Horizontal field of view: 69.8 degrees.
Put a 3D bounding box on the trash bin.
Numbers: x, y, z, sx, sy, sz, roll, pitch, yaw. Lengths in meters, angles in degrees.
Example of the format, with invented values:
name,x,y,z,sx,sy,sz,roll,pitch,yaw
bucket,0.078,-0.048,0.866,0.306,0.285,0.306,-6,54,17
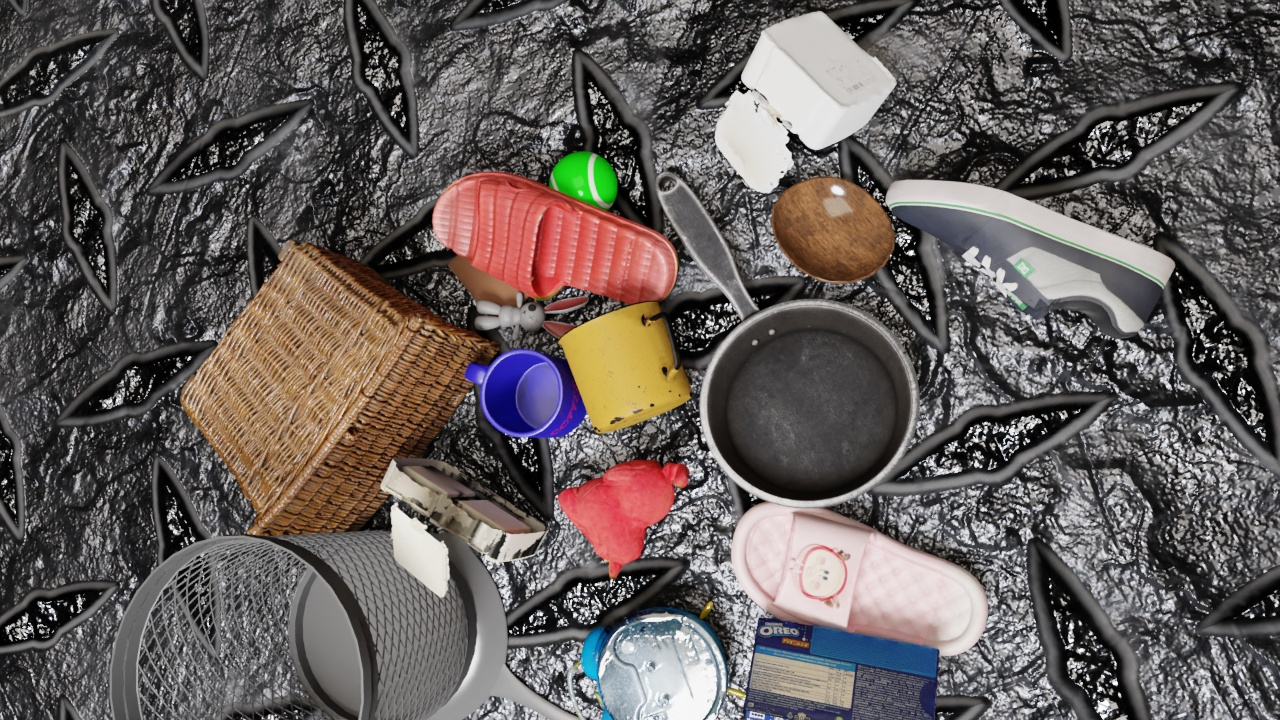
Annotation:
name,x,y,z,sx,sy,sz,roll,pitch,yaw
trash bin,-0.274,0.250,0.786,0.218,0.227,0.217,-1,85,14

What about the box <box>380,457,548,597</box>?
name,x,y,z,sx,sy,sz,roll,pitch,yaw
box,-0.187,0.150,0.820,0.143,0.186,0.070,27,92,21

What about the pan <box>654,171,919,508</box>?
name,x,y,z,sx,sy,sz,roll,pitch,yaw
pan,0.106,-0.031,0.834,0.187,0.055,0.356,-32,66,5

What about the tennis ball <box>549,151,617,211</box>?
name,x,y,z,sx,sy,sz,roll,pitch,yaw
tennis ball,-0.055,-0.167,0.878,0.065,0.065,0.065,-1,85,14

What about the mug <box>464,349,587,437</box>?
name,x,y,z,sx,sy,sz,roll,pitch,yaw
mug,-0.112,0.027,0.865,0.111,0.083,0.079,20,90,15

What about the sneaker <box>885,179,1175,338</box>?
name,x,y,z,sx,sy,sz,roll,pitch,yaw
sneaker,0.313,-0.085,0.772,0.235,0.084,0.079,23,91,11

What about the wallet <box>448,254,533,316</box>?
name,x,y,z,sx,sy,sz,roll,pitch,yaw
wallet,-0.126,-0.105,0.916,0.121,0.013,0.087,-43,77,9

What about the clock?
name,x,y,z,sx,sy,sz,roll,pitch,yaw
clock,0.007,0.284,0.828,0.162,0.060,0.116,-21,82,13

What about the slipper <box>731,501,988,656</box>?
name,x,y,z,sx,sy,sz,roll,pitch,yaw
slipper,0.185,0.193,0.793,0.222,0.055,0.107,16,91,14

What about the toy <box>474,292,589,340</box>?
name,x,y,z,sx,sy,sz,roll,pitch,yaw
toy,-0.106,-0.042,0.893,0.112,0.030,0.049,2,74,6

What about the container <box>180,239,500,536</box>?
name,x,y,z,sx,sy,sz,roll,pitch,yaw
container,-0.299,0.021,0.878,0.183,0.162,0.250,39,94,18

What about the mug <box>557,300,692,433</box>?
name,x,y,z,sx,sy,sz,roll,pitch,yaw
mug,-0.005,0.005,0.826,0.124,0.100,0.094,-30,78,48

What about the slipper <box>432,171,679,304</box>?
name,x,y,z,sx,sy,sz,roll,pitch,yaw
slipper,-0.088,-0.106,0.849,0.249,0.059,0.104,17,122,14

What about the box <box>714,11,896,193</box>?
name,x,y,z,sx,sy,sz,roll,pitch,yaw
box,0.137,-0.222,0.839,0.120,0.137,0.109,-33,73,-34

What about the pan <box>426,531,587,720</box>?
name,x,y,z,sx,sy,sz,roll,pitch,yaw
pan,-0.171,0.294,0.888,0.355,0.024,0.216,25,91,14

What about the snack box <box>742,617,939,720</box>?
name,x,y,z,sx,sy,sz,roll,pitch,yaw
snack box,0.164,0.265,0.753,0.150,0.027,0.082,8,58,16

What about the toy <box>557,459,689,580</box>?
name,x,y,z,sx,sy,sz,roll,pitch,yaw
toy,0.002,0.136,0.828,0.133,0.088,0.094,-29,78,31

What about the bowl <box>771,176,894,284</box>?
name,x,y,z,sx,sy,sz,roll,pitch,yaw
bowl,0.172,-0.113,0.830,0.102,0.026,0.114,-28,67,-10
